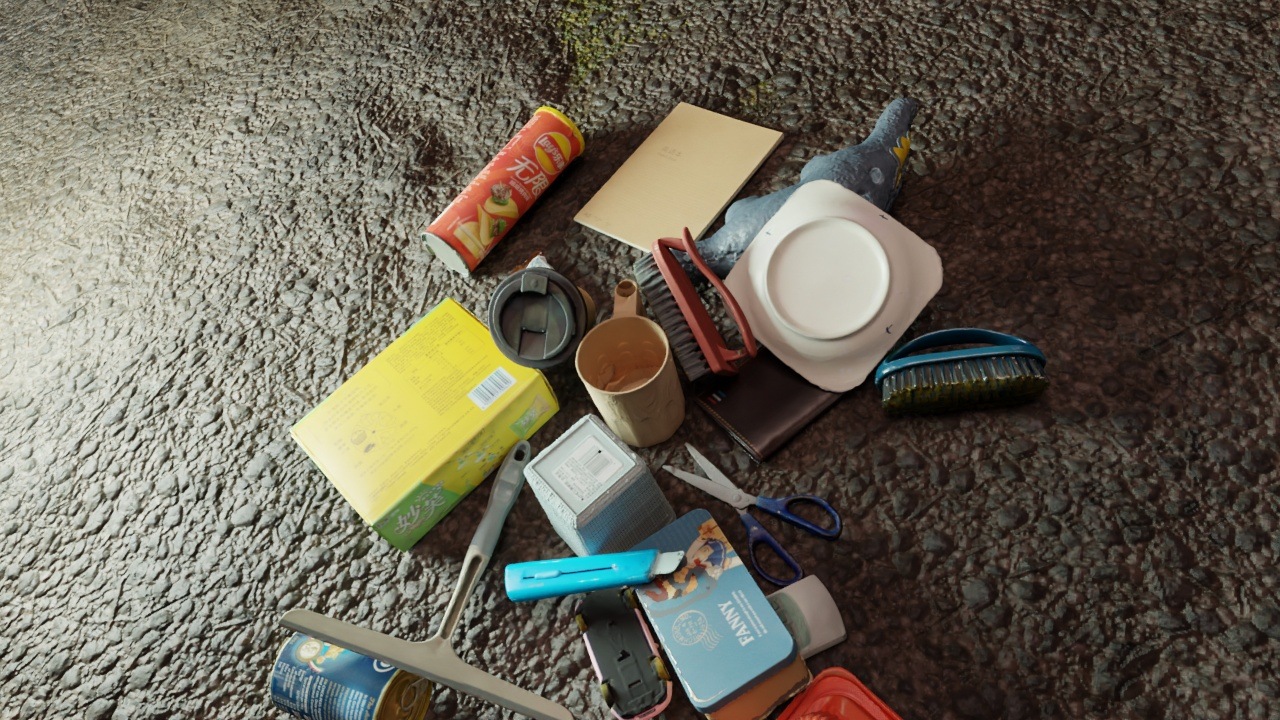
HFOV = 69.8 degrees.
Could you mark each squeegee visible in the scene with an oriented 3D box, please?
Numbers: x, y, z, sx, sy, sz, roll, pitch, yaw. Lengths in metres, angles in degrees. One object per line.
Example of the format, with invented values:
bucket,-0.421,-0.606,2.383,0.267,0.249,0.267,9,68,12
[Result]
squeegee,-0.144,0.173,0.810,0.246,0.039,0.245,21,49,-4

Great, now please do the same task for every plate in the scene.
plate,0.169,-0.072,0.829,0.163,0.034,0.164,39,96,17

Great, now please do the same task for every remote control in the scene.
remote control,0.094,0.223,0.731,0.135,0.019,0.056,-25,54,0

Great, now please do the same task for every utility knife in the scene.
utility knife,-0.040,0.171,0.741,0.167,0.018,0.034,-14,46,25

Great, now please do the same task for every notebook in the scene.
notebook,0.043,-0.206,1.042,0.149,0.012,0.211,27,67,30

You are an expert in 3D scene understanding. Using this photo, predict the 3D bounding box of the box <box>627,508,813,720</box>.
box,0.057,0.200,0.701,0.089,0.059,0.184,-33,34,-5

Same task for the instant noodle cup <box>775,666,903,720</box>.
instant noodle cup,0.126,0.321,0.612,0.164,0.079,0.188,36,84,35

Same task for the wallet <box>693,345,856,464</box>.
wallet,0.125,0.030,0.856,0.122,0.020,0.096,-37,55,-13

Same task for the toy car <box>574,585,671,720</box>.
toy car,-0.013,0.237,0.744,0.056,0.037,0.122,-24,42,-5

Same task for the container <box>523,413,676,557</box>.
container,-0.036,0.115,0.783,0.089,0.111,0.090,-41,56,-13

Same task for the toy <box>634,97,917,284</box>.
toy,0.163,-0.149,0.921,0.356,0.091,0.138,-31,51,-8

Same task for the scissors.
scissors,0.100,0.122,0.804,0.147,0.012,0.169,-19,55,3

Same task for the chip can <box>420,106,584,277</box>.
chip can,-0.155,-0.195,1.049,0.073,0.073,0.216,27,67,29

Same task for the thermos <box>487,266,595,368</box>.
thermos,-0.086,-0.043,0.880,0.093,0.143,0.093,1,96,9

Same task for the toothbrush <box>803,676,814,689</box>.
toothbrush,0.165,0.302,0.664,0.017,0.016,0.187,-23,54,-11

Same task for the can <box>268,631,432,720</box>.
can,-0.239,0.268,0.757,0.111,0.075,0.075,11,60,22

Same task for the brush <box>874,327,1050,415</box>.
brush,0.279,0.006,0.807,0.144,0.055,0.073,-8,56,10

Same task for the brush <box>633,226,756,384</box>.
brush,0.051,-0.053,0.854,0.069,0.063,0.145,-31,76,17

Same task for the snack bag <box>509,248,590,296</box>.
snack bag,-0.099,-0.082,0.986,0.045,0.026,0.105,-44,56,-5

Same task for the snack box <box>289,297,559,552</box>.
snack box,-0.209,0.057,0.895,0.209,0.070,0.158,-43,57,-15

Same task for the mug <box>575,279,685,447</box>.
mug,-0.005,0.005,0.854,0.084,0.104,0.124,-5,56,11
